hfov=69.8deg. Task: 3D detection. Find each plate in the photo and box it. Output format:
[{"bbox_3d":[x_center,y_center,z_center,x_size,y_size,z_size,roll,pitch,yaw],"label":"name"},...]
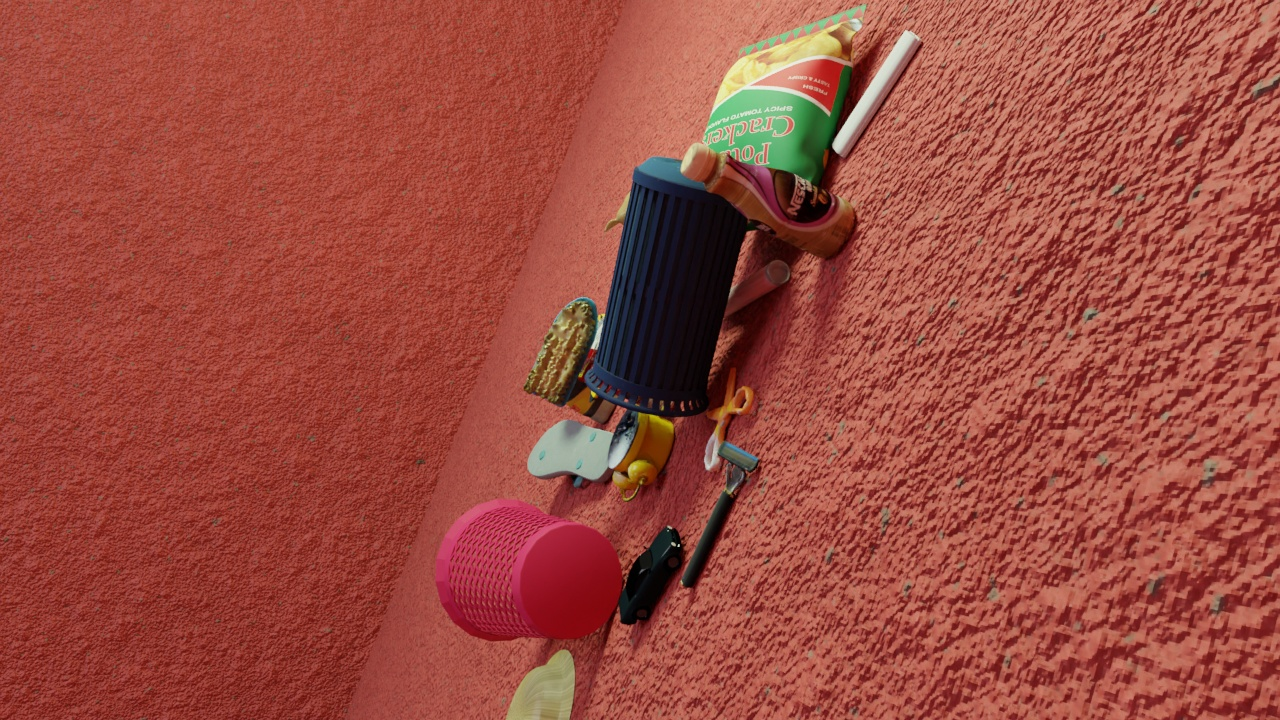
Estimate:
[{"bbox_3d":[-0.135,0.438,1.111,0.185,0.036,0.184,-58,18,31],"label":"plate"}]

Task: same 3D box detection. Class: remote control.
[{"bbox_3d":[0.231,-0.263,0.907,0.131,0.012,0.033,-59,18,28],"label":"remote control"}]

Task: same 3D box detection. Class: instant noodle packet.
[{"bbox_3d":[0.142,-0.257,1.015,0.196,0.090,0.252,3,73,54],"label":"instant noodle packet"}]

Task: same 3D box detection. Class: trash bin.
[{"bbox_3d":[0.033,-0.081,0.974,0.139,0.139,0.250,-112,33,-69],"label":"trash bin"}]

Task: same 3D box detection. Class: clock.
[{"bbox_3d":[-0.004,0.110,1.090,0.083,0.057,0.118,-35,35,61],"label":"clock"}]

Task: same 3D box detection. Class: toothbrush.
[{"bbox_3d":[0.102,-0.066,1.039,0.027,0.026,0.223,-48,7,-24],"label":"toothbrush"}]

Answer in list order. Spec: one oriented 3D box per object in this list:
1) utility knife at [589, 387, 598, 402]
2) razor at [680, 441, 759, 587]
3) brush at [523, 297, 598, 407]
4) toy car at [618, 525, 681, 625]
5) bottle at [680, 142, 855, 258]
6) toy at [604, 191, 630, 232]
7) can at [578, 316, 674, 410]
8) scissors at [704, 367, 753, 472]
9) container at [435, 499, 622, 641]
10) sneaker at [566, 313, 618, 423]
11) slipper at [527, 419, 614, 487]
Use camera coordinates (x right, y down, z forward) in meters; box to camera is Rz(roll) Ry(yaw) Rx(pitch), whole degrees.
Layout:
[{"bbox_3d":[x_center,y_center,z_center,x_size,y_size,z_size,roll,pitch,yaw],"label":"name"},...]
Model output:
[{"bbox_3d":[-0.024,-0.026,1.188,0.030,0.018,0.191,-110,41,-60],"label":"utility knife"},{"bbox_3d":[0.071,0.148,0.863,0.043,0.022,0.144,28,102,35],"label":"razor"},{"bbox_3d":[-0.090,-0.014,1.120,0.136,0.055,0.075,-65,-6,8],"label":"brush"},{"bbox_3d":[0.008,0.221,0.942,0.112,0.034,0.046,-61,17,20],"label":"toy car"},{"bbox_3d":[0.116,-0.152,0.851,0.060,0.166,0.059,-58,18,30],"label":"bottle"},{"bbox_3d":[0.016,-0.204,1.387,0.106,0.108,0.134,-48,18,6],"label":"toy"},{"bbox_3d":[-0.007,0.007,1.131,0.087,0.116,0.086,-58,18,31],"label":"can"},{"bbox_3d":[0.086,0.062,0.945,0.125,0.011,0.128,165,127,-77],"label":"scissors"},{"bbox_3d":[-0.128,0.260,1.115,0.226,0.183,0.183,-17,52,61],"label":"container"},{"bbox_3d":[-0.064,-0.034,1.370,0.238,0.122,0.086,-68,17,3],"label":"sneaker"},{"bbox_3d":[-0.086,0.139,1.362,0.269,0.054,0.098,-8,58,59],"label":"slipper"}]
